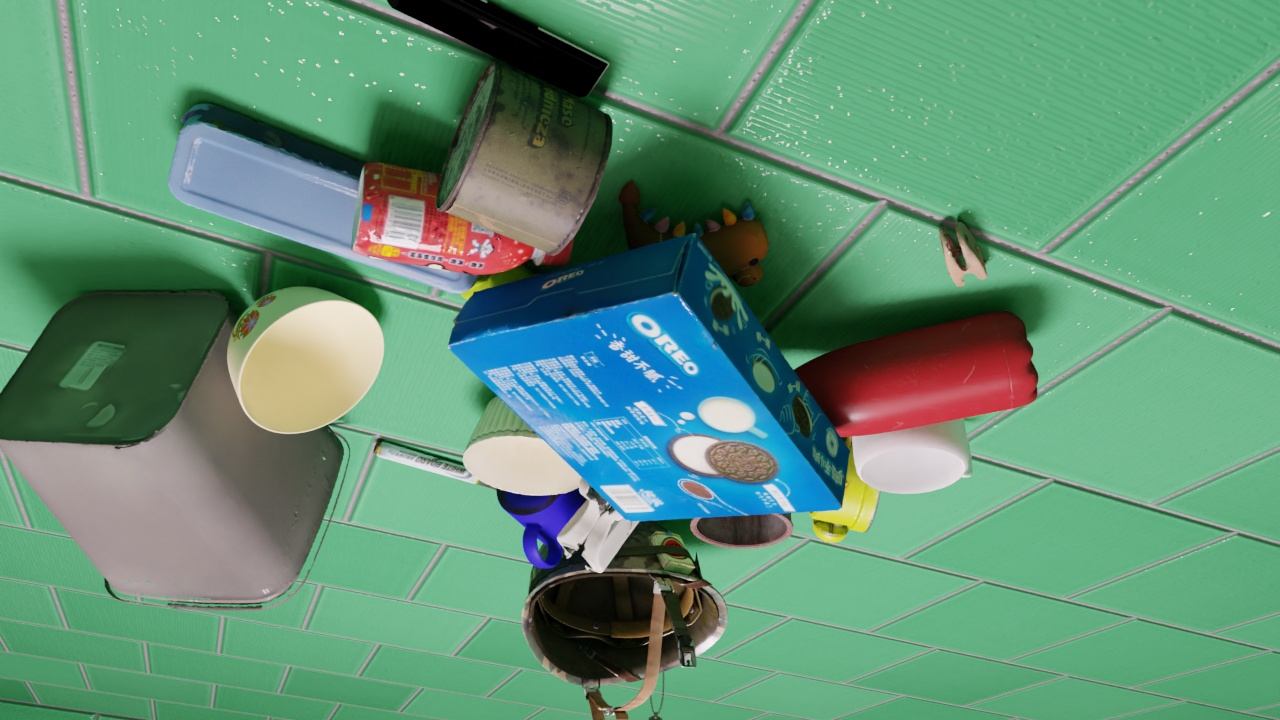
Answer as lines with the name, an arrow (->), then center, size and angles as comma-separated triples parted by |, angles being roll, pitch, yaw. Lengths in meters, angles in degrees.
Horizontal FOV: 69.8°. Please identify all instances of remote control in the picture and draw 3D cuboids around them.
remote control -> -0.078, -0.180, 0.508 | 0.124, 0.011, 0.028 | 20, 143, -22

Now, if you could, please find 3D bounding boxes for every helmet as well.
helmet -> -0.013, 0.271, 0.976 | 0.224, 0.235, 0.193 | 23, 119, -10

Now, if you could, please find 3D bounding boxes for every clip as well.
clip -> -0.016, 0.132, 0.850 | 0.089, 0.125, 0.151 | 36, 158, 2
clip -> 0.218, -0.071, 0.630 | 0.061, 0.025, 0.049 | 11, 150, -23

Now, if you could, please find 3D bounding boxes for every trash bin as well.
trash bin -> -0.390, 0.072, 0.774 | 0.197, 0.196, 0.220 | 1, 140, 7

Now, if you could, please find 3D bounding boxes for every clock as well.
clock -> 0.191, 0.124, 0.870 | 0.057, 0.083, 0.119 | 10, 143, 1

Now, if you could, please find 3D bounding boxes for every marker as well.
marker -> -0.205, 0.112, 0.955 | 0.146, 0.017, 0.017 | 20, 143, -22

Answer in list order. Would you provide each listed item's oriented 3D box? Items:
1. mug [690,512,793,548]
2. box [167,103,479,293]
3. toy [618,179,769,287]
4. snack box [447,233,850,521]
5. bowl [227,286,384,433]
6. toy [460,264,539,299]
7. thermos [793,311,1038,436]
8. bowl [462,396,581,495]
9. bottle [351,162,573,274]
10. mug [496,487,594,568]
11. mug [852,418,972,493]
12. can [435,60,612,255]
mug -> 0.077, 0.101, 0.828 | 0.123, 0.110, 0.097 | 17, 139, -17
box -> -0.202, -0.112, 0.622 | 0.209, 0.052, 0.067 | 18, 122, -23
toy -> 0.036, -0.085, 0.620 | 0.090, 0.070, 0.103 | -22, 117, 14
snack box -> 0.011, 0.028, 0.651 | 0.196, 0.056, 0.239 | -10, 135, 36
bowl -> -0.272, -0.012, 0.718 | 0.074, 0.117, 0.118 | 37, 162, 32
toy -> -0.102, -0.037, 0.705 | 0.094, 0.036, 0.093 | -22, 134, 24
thermos -> 0.173, 0.022, 0.706 | 0.240, 0.073, 0.073 | -13, 143, 13
bowl -> -0.100, 0.071, 0.841 | 0.115, 0.062, 0.115 | 3, 147, 2
bottle -> -0.112, -0.086, 0.591 | 0.137, 0.061, 0.062 | 9, 147, -21
mug -> -0.092, 0.150, 0.915 | 0.079, 0.111, 0.083 | -5, 145, 22
mug -> 0.240, 0.068, 0.792 | 0.115, 0.068, 0.095 | 18, 144, -19
can -> -0.068, -0.115, 0.534 | 0.074, 0.089, 0.090 | 20, 143, -22
